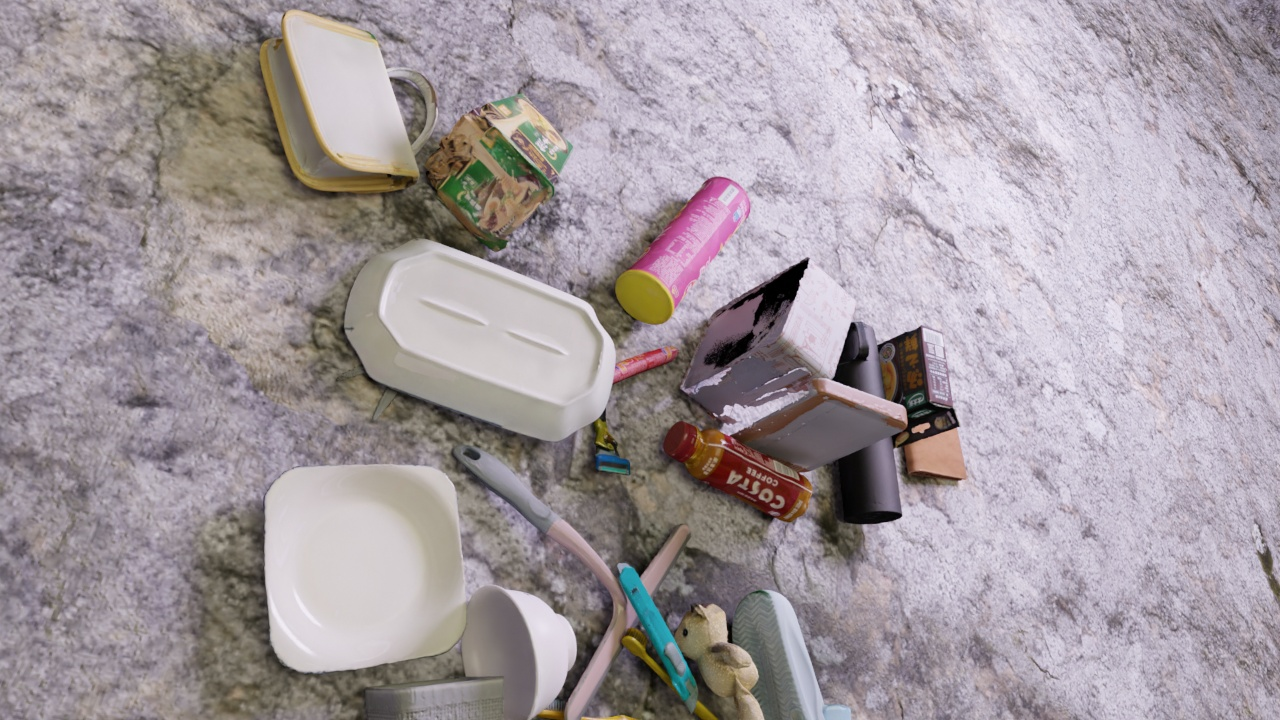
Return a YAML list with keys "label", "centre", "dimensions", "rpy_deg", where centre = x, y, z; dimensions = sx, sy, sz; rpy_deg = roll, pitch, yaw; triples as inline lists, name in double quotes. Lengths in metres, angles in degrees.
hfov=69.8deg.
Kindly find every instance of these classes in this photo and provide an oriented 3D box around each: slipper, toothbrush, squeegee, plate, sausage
- label: "slipper"
  centre: [0.157, 0.351, 0.915]
  dimensions: [0.074, 0.104, 0.245]
  rpy_deg: [2, 64, -37]
- label: "toothbrush"
  centre: [0.047, 0.323, 0.887]
  dimensions: [0.190, 0.016, 0.016]
  rpy_deg: [48, 40, -17]
- label: "squeegee"
  centre: [-0.079, 0.163, 0.858]
  dimensions: [0.249, 0.040, 0.246]
  rpy_deg: [45, 48, -8]
- label: "toothbrush"
  centre: [-0.012, 0.333, 0.853]
  dimensions: [0.191, 0.016, 0.018]
  rpy_deg: [18, 53, -28]
- label: "plate"
  centre: [-0.140, -0.025, 0.868]
  dimensions: [0.265, 0.034, 0.161]
  rpy_deg: [22, 61, -17]
- label: "sausage"
  centre: [-0.006, 0.006, 0.977]
  dimensions: [0.155, 0.020, 0.020]
  rpy_deg: [-20, 84, -50]
- label: "plate"
  centre: [-0.227, 0.168, 0.756]
  dimensions: [0.163, 0.034, 0.164]
  rpy_deg: [4, 69, -34]

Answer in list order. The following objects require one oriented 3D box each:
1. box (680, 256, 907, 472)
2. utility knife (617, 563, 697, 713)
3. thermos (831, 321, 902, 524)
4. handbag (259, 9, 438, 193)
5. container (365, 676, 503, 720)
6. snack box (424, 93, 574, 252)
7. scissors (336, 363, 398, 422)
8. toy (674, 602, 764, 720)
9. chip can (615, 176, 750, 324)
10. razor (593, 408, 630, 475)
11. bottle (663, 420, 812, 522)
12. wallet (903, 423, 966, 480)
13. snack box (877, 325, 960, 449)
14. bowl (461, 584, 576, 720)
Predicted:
- label: "box"
  centre: [0.179, 0.025, 1.009]
  dimensions: [0.193, 0.184, 0.156]
  rpy_deg: [37, 54, -18]
- label: "utility knife"
  centre: [0.018, 0.259, 0.865]
  dimensions: [0.029, 0.013, 0.157]
  rpy_deg: [-32, 94, -54]
- label: "thermos"
  centre: [0.270, 0.071, 1.119]
  dimensions: [0.068, 0.090, 0.242]
  rpy_deg: [-4, 68, 5]
- label: "handbag"
  centre: [-0.267, -0.241, 0.892]
  dimensions: [0.178, 0.063, 0.163]
  rpy_deg: [-8, 75, -53]
- label: "container"
  centre: [-0.159, 0.309, 0.713]
  dimensions: [0.090, 0.090, 0.114]
  rpy_deg: [5, 71, -33]
- label: "snack box"
  centre: [-0.133, -0.202, 0.935]
  dimensions: [0.117, 0.118, 0.105]
  rpy_deg: [46, 42, -11]
- label: "scissors"
  centre: [-0.203, -0.018, 0.868]
  dimensions: [0.159, 0.014, 0.175]
  rpy_deg: [10, 68, -29]
- label: "toy"
  centre: [0.082, 0.311, 0.885]
  dimensions: [0.066, 0.105, 0.157]
  rpy_deg: [-22, 65, -6]
- label: "chip can"
  centre: [0.053, -0.130, 1.058]
  dimensions: [0.071, 0.072, 0.209]
  rpy_deg: [47, 51, -11]
- label: "razor"
  centre: [-0.041, 0.051, 0.946]
  dimensions: [0.042, 0.022, 0.142]
  rpy_deg: [14, 57, -41]
- label: "bottle"
  centre: [0.105, 0.119, 0.998]
  dimensions: [0.175, 0.058, 0.057]
  rpy_deg: [29, 57, -23]
- label: "wallet"
  centre: [0.392, 0.108, 1.233]
  dimensions: [0.115, 0.020, 0.101]
  rpy_deg: [13, 63, -34]
- label: "snack box"
  centre: [0.335, 0.035, 1.160]
  dimensions: [0.053, 0.114, 0.125]
  rpy_deg: [15, 63, -29]
- label: "bowl"
  centre: [-0.093, 0.243, 0.768]
  dimensions: [0.064, 0.119, 0.118]
  rpy_deg: [-1, 72, -39]
